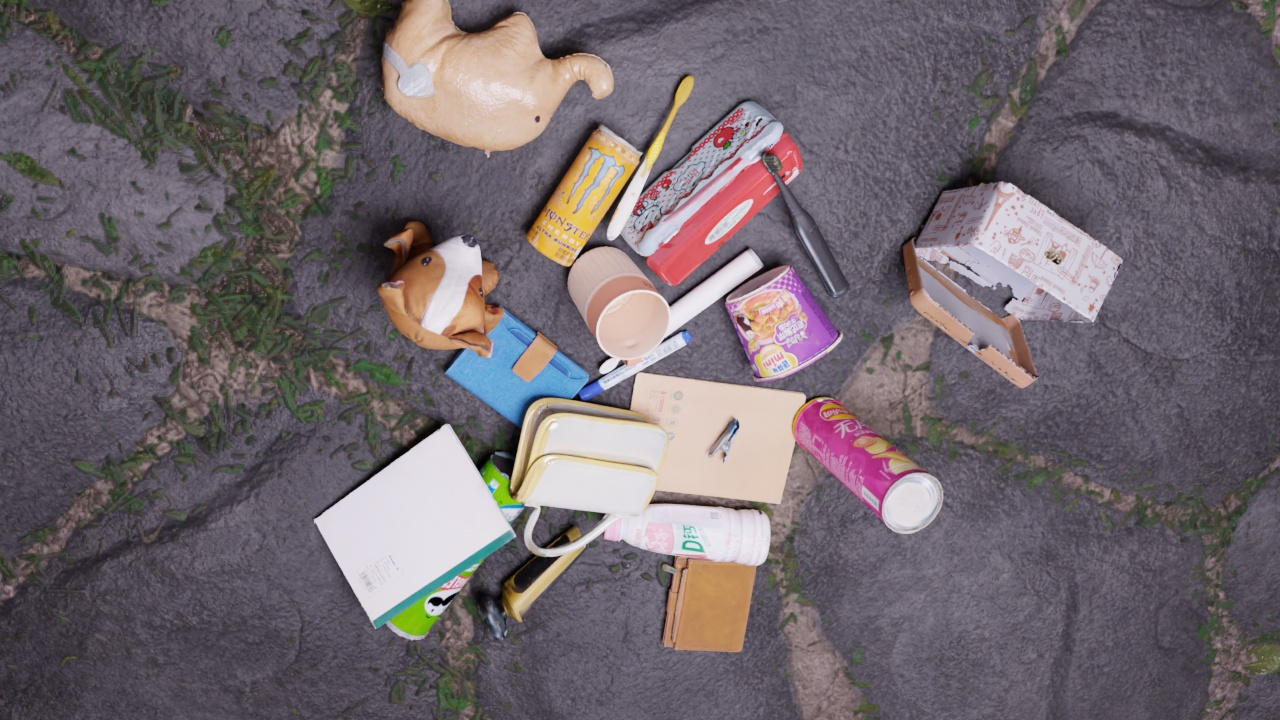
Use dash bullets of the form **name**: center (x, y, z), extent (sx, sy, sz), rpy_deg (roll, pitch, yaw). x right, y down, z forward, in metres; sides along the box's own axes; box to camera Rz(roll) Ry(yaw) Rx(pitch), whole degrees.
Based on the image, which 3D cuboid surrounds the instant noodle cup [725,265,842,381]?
- **instant noodle cup**: center (0.152, -0.044, 1.018), extent (0.111, 0.111, 0.099), rpy_deg (-31, 101, 4)

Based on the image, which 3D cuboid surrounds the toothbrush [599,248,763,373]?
- **toothbrush**: center (0.042, -0.052, 1.040), extent (0.221, 0.026, 0.026), rpy_deg (-36, 83, 5)

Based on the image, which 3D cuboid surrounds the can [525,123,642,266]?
- **can**: center (-0.060, -0.174, 0.972), extent (0.058, 0.058, 0.146), rpy_deg (32, 102, -15)

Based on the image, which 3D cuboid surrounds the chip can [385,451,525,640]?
- **chip can**: center (-0.213, 0.216, 1.075), extent (0.072, 0.072, 0.236), rpy_deg (35, 100, -16)

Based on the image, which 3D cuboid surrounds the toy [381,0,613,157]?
- **toy**: center (-0.144, -0.277, 0.919), extent (0.226, 0.082, 0.144), rpy_deg (11, 115, -12)

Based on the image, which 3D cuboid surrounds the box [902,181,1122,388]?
- **box**: center (0.382, -0.077, 1.009), extent (0.182, 0.151, 0.168), rpy_deg (29, 85, -14)

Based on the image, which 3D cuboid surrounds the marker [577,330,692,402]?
- **marker**: center (-0.006, 0.006, 1.059), extent (0.146, 0.017, 0.017), rpy_deg (-30, 109, 3)

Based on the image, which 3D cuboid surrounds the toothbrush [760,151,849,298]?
- **toothbrush**: center (0.178, -0.144, 0.986), extent (0.026, 0.027, 0.212), rpy_deg (-52, 132, -16)

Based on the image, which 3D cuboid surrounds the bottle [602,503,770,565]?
- **bottle**: center (0.054, 0.205, 1.106), extent (0.197, 0.068, 0.068), rpy_deg (7, 107, -5)

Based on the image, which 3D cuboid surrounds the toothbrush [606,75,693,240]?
- **toothbrush**: center (0.010, -0.214, 0.976), extent (0.016, 0.018, 0.191), rpy_deg (26, 95, -6)

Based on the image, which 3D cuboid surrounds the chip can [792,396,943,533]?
- **chip can**: center (0.246, 0.111, 1.016), extent (0.071, 0.210, 0.071), rpy_deg (-6, 111, -15)

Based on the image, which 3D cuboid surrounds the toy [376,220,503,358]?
- **toy**: center (-0.197, -0.073, 0.916), extent (0.140, 0.199, 0.131), rpy_deg (27, 106, -15)

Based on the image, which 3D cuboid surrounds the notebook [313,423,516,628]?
- **notebook**: center (-0.260, 0.190, 1.043), extent (0.209, 0.012, 0.150), rpy_deg (-34, 81, 13)

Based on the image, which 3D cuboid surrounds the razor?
- **razor**: center (-0.131, 0.265, 1.110), extent (0.167, 0.062, 0.067), rpy_deg (-43, 137, 3)

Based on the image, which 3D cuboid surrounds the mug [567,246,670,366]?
- **mug**: center (-0.023, -0.052, 0.986), extent (0.081, 0.106, 0.115), rpy_deg (-20, 130, -11)

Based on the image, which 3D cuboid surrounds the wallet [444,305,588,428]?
- **wallet**: center (-0.138, 0.014, 1.037), extent (0.133, 0.040, 0.106), rpy_deg (39, 104, -17)

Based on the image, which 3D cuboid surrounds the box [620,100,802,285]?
- **box**: center (0.068, -0.186, 0.985), extent (0.201, 0.095, 0.099), rpy_deg (-42, 71, 6)

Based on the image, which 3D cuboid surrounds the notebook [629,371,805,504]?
- **notebook**: center (0.084, 0.096, 1.103), extent (0.207, 0.008, 0.148), rpy_deg (7, 107, -9)

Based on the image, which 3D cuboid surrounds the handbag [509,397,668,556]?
- **handbag**: center (-0.062, 0.141, 1.031), extent (0.163, 0.063, 0.179), rpy_deg (11, 98, -27)

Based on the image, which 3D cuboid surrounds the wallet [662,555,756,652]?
- **wallet**: center (0.081, 0.306, 1.156), extent (0.119, 0.035, 0.131), rpy_deg (6, 106, -8)

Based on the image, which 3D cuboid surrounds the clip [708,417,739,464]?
- **clip**: center (0.104, 0.096, 1.088), extent (0.028, 0.024, 0.057), rpy_deg (23, 108, -9)
